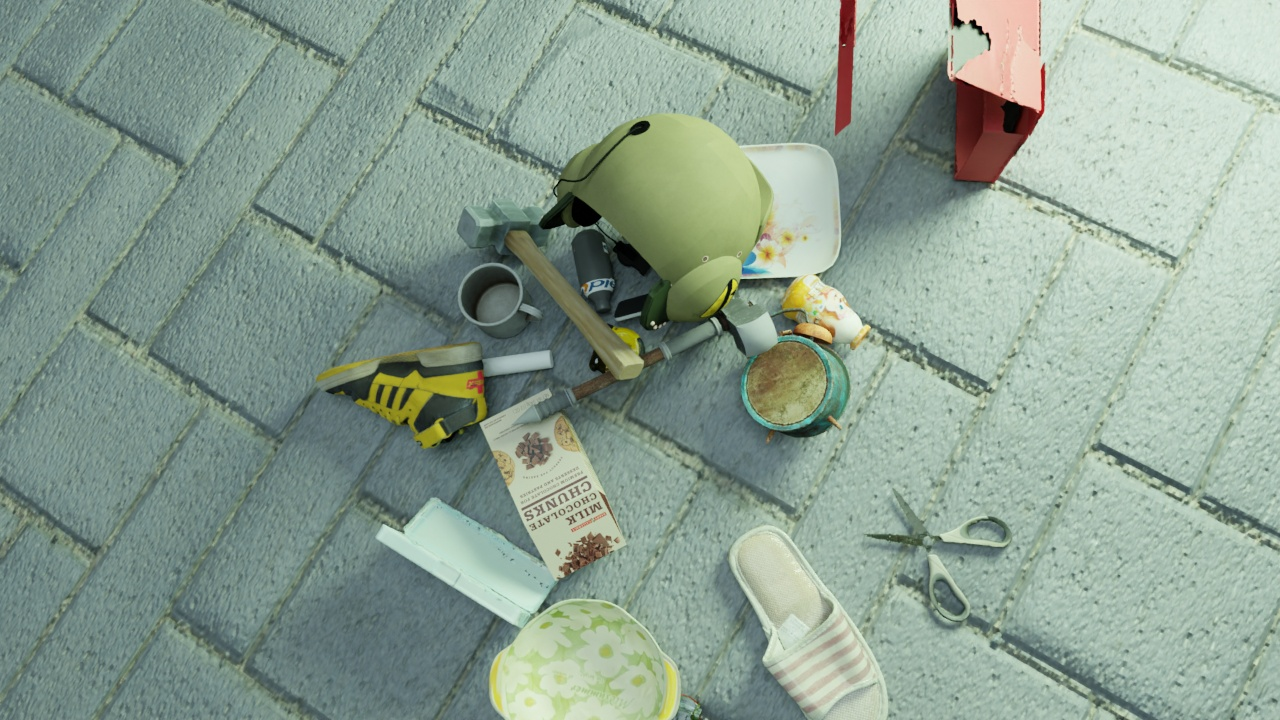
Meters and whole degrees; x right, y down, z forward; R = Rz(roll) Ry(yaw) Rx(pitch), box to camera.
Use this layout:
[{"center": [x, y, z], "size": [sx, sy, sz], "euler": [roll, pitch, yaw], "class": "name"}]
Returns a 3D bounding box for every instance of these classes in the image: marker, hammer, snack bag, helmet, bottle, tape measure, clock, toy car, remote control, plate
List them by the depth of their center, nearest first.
[{"center": [0.040, 0.425, 1.039], "size": [0.042, 0.036, 0.091], "euler": [14, 78, 11], "class": "toy car"}, {"center": [0.034, -0.167, 1.072], "size": [0.233, 0.255, 0.250], "euler": [-45, 76, -2], "class": "helmet"}, {"center": [-0.005, 0.006, 1.094], "size": [0.322, 0.156, 0.043], "euler": [-26, 117, -6], "class": "hammer"}, {"center": [0.184, 0.015, 1.099], "size": [0.121, 0.073, 0.157], "euler": [-14, 72, 28], "class": "clock"}, {"center": [-0.100, -0.089, 1.114], "size": [0.323, 0.117, 0.051], "euler": [49, 129, 32], "class": "hammer"}, {"center": [-0.104, 0.151, 1.114], "size": [0.094, 0.070, 0.206], "euler": [-27, 74, 0], "class": "snack bag"}, {"center": [0.228, -0.057, 1.128], "size": [0.109, 0.063, 0.063], "euler": [38, 83, 14], "class": "bottle"}, {"center": [0.037, -0.080, 1.157], "size": [0.147, 0.008, 0.045], "euler": [-14, 29, 18], "class": "remote control"}, {"center": [-0.025, -0.010, 1.162], "size": [0.064, 0.037, 0.065], "euler": [20, 79, 13], "class": "tape measure"}, {"center": [-0.180, 0.005, 1.187], "size": [0.133, 0.023, 0.027], "euler": [-8, 59, 6], "class": "marker"}, {"center": [-0.059, -0.115, 1.190], "size": [0.047, 0.047, 0.112], "euler": [-13, 74, 4], "class": "bottle"}, {"center": [0.164, -0.193, 1.196], "size": [0.187, 0.016, 0.186], "euler": [-2, 75, 7], "class": "plate"}]

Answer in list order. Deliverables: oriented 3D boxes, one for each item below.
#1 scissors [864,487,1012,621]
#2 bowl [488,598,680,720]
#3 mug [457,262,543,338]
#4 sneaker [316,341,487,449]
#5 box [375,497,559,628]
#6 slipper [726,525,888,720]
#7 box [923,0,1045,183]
[{"center": [0.348, 0.222, 1.064], "size": [0.170, 0.012, 0.157], "euler": [-6, 74, 6], "class": "scissors"}, {"center": [-0.060, 0.372, 1.055], "size": [0.219, 0.060, 0.188], "euler": [0, 76, 9], "class": "bowl"}, {"center": [-0.172, -0.070, 1.181], "size": [0.113, 0.070, 0.084], "euler": [23, 79, 13], "class": "mug"}, {"center": [-0.297, 0.051, 1.161], "size": [0.239, 0.085, 0.122], "euler": [-9, 93, 24], "class": "sneaker"}, {"center": [-0.204, 0.236, 1.088], "size": [0.197, 0.078, 0.122], "euler": [28, 40, 13], "class": "box"}, {"center": [0.186, 0.310, 1.042], "size": [0.115, 0.052, 0.263], "euler": [-29, 73, -2], "class": "slipper"}, {"center": [0.401, -0.373, 1.031], "size": [0.124, 0.378, 0.211], "euler": [0, 75, 24], "class": "box"}]
